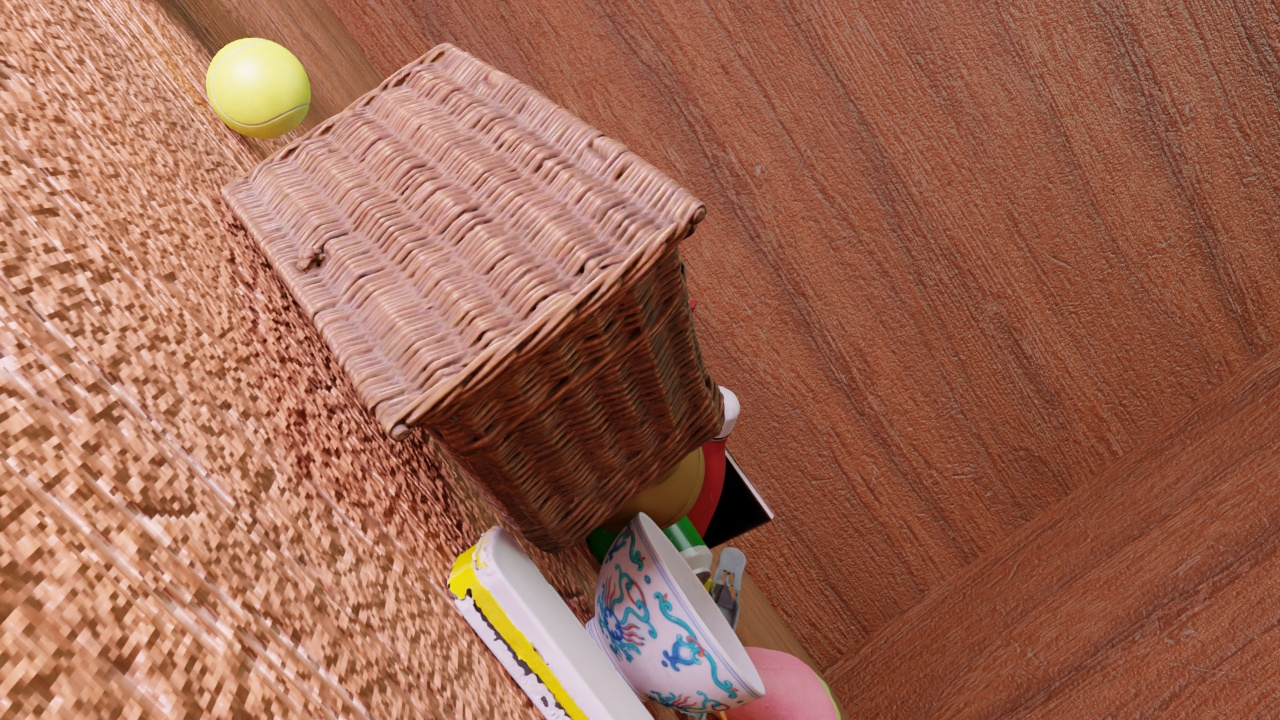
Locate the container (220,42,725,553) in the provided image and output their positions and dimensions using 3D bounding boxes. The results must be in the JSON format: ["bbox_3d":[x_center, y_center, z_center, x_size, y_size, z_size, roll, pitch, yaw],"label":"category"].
[{"bbox_3d":[-0.077,-0.026,0.502,0.250,0.162,0.183,42,-17,41],"label":"container"}]

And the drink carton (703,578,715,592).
[{"bbox_3d":[0.058,0.245,0.914,0.043,0.058,0.135,10,-13,6],"label":"drink carton"}]

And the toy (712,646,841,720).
[{"bbox_3d":[0.116,0.322,0.860,0.236,0.097,0.192,36,3,-36],"label":"toy"}]

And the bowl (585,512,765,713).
[{"bbox_3d":[0.011,0.183,0.618,0.144,0.074,0.144,54,0,-1],"label":"bowl"}]

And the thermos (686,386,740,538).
[{"bbox_3d":[0.043,0.121,0.885,0.073,0.073,0.240,55,-39,37],"label":"thermos"}]

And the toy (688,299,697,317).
[{"bbox_3d":[-0.005,0.005,0.872,0.120,0.158,0.197,28,9,9],"label":"toy"}]

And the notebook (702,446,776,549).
[{"bbox_3d":[0.031,0.141,0.966,0.008,0.210,0.141,-34,88,-45],"label":"notebook"}]

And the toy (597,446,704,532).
[{"bbox_3d":[-0.020,0.059,0.705,0.199,0.162,0.203,15,-15,38],"label":"toy"}]

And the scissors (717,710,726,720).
[{"bbox_3d":[0.081,0.320,0.714,0.133,0.012,0.097,64,1,-6],"label":"scissors"}]

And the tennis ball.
[{"bbox_3d":[-0.257,-0.183,0.619,0.065,0.065,0.065,54,0,-1],"label":"tennis ball"}]

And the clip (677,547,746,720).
[{"bbox_3d":[0.067,0.201,0.752,0.028,0.127,0.166,19,24,5],"label":"clip"}]

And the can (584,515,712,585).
[{"bbox_3d":[-0.004,0.151,0.820,0.140,0.088,0.088,54,0,26],"label":"can"}]

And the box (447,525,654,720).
[{"bbox_3d":[-0.024,0.177,0.461,0.209,0.033,0.064,53,0,-7],"label":"box"}]
